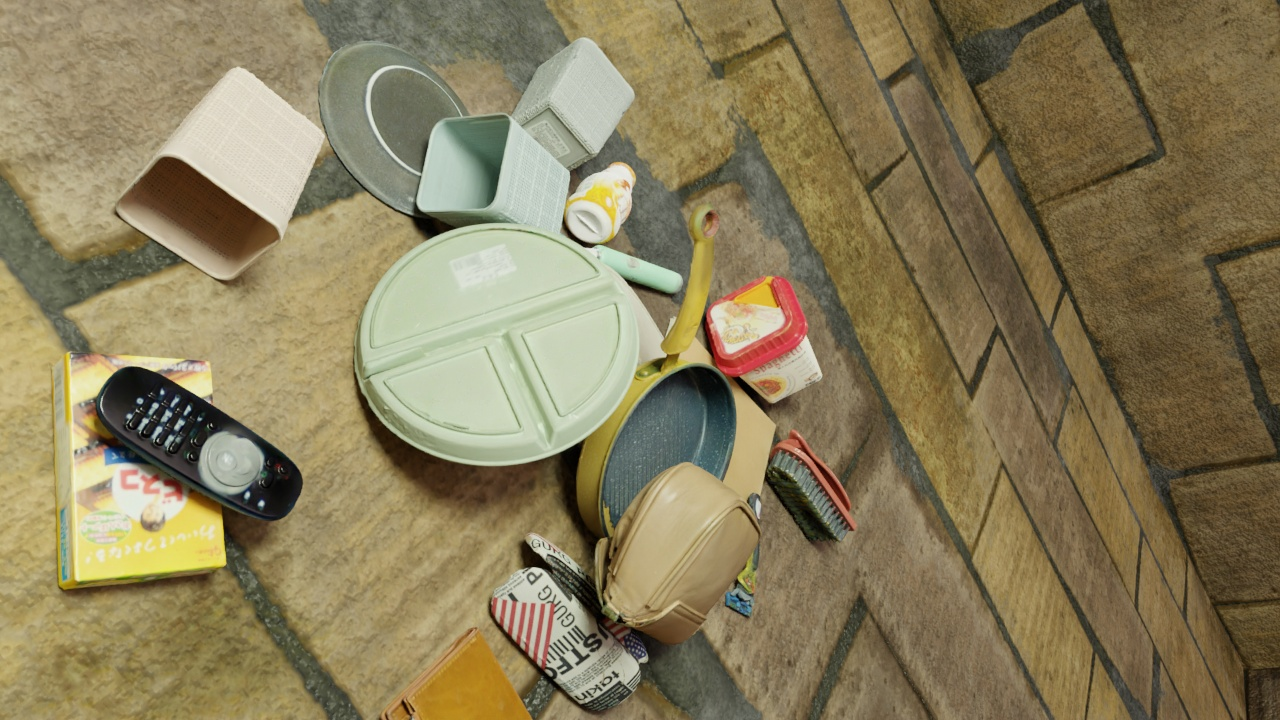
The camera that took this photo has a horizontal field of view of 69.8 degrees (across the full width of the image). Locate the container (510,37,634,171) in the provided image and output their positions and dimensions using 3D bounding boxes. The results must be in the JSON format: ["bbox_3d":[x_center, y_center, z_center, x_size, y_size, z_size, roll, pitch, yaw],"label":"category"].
[{"bbox_3d":[-0.077,-0.264,0.977,0.090,0.090,0.114,45,46,-26],"label":"container"}]

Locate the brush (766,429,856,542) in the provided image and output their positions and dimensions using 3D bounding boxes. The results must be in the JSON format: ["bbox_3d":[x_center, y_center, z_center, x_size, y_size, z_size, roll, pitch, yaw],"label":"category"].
[{"bbox_3d":[0.210,0.155,1.135,0.146,0.063,0.069,54,55,-19],"label":"brush"}]

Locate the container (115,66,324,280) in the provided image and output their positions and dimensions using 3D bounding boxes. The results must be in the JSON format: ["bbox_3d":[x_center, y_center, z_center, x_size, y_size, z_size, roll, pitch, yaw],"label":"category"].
[{"bbox_3d":[-0.291,-0.135,0.653,0.090,0.090,0.110,39,43,-32],"label":"container"}]

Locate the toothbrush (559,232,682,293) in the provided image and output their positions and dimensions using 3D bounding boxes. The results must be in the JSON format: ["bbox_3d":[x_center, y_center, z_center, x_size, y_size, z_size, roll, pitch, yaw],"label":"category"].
[{"bbox_3d":[-0.028,-0.107,0.999,0.224,0.027,0.026,13,61,-50],"label":"toothbrush"}]

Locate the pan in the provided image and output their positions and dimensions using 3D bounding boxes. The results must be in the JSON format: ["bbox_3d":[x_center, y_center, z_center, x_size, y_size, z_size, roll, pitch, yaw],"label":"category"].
[{"bbox_3d":[0.030,0.026,0.829,0.197,0.078,0.358,-28,127,-41],"label":"pan"}]

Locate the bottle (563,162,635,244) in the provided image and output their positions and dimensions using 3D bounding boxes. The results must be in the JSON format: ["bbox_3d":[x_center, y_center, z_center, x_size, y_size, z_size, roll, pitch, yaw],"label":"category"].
[{"bbox_3d":[-0.039,-0.175,0.998,0.063,0.063,0.108,50,41,-22],"label":"bottle"}]

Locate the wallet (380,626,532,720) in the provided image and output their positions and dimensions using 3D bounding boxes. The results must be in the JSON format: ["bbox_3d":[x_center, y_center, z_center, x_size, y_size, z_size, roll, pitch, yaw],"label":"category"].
[{"bbox_3d":[-0.127,0.287,0.686,0.118,0.035,0.130,-35,99,-52],"label":"wallet"}]

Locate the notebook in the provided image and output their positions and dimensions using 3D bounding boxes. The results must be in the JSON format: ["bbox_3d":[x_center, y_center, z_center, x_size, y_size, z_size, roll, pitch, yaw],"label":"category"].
[{"bbox_3d":[0.085,0.069,1.072,0.211,0.012,0.149,46,44,-27],"label":"notebook"}]

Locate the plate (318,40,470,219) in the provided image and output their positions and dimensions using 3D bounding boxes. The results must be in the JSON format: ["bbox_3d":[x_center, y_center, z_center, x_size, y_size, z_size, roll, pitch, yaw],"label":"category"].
[{"bbox_3d":[-0.209,-0.215,0.844,0.179,0.024,0.179,26,54,-42],"label":"plate"}]

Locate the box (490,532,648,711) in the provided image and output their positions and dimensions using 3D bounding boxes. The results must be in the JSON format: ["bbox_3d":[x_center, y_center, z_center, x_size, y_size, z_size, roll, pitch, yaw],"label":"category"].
[{"bbox_3d":[-0.060,0.225,0.800,0.162,0.075,0.085,50,7,-19],"label":"box"}]

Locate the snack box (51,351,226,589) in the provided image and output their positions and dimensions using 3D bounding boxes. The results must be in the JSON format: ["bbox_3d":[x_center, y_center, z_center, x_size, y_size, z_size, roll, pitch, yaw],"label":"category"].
[{"bbox_3d":[-0.313,0.066,0.573,0.086,0.034,0.140,6,70,-49],"label":"snack box"}]

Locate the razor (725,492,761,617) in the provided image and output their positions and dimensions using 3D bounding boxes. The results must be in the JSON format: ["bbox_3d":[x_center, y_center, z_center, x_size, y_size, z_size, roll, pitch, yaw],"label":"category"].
[{"bbox_3d":[0.125,0.214,1.034,0.042,0.022,0.142,38,50,-35],"label":"razor"}]

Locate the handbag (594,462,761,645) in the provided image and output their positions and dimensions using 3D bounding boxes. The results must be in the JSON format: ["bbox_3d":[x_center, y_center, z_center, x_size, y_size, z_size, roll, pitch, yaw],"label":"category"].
[{"bbox_3d":[0.031,0.168,0.800,0.147,0.100,0.204,-53,155,-10],"label":"handbag"}]

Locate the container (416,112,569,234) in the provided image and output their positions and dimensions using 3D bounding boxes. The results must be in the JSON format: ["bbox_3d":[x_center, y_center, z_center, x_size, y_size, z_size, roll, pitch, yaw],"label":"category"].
[{"bbox_3d":[-0.128,-0.158,0.838,0.111,0.090,0.090,26,71,-59],"label":"container"}]

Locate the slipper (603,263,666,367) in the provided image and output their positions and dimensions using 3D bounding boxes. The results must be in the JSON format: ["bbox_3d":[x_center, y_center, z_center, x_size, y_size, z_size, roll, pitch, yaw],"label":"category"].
[{"bbox_3d":[-0.005,0.005,0.924,0.274,0.054,0.114,52,24,-45],"label":"slipper"}]

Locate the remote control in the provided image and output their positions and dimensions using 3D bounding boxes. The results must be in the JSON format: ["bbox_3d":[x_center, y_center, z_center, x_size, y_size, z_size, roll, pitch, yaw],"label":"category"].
[{"bbox_3d":[-0.275,0.055,0.575,0.136,0.024,0.053,43,43,-30],"label":"remote control"}]

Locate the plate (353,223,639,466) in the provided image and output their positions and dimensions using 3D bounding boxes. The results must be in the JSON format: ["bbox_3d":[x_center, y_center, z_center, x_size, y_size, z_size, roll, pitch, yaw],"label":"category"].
[{"bbox_3d":[-0.115,-0.023,0.738,0.230,0.028,0.229,2,58,-4],"label":"plate"}]

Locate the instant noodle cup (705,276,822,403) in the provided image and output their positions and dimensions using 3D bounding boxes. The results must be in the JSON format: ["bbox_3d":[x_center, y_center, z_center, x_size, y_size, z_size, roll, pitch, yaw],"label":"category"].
[{"bbox_3d":[0.156,-0.020,1.118,0.124,0.116,0.116,47,22,-44],"label":"instant noodle cup"}]
